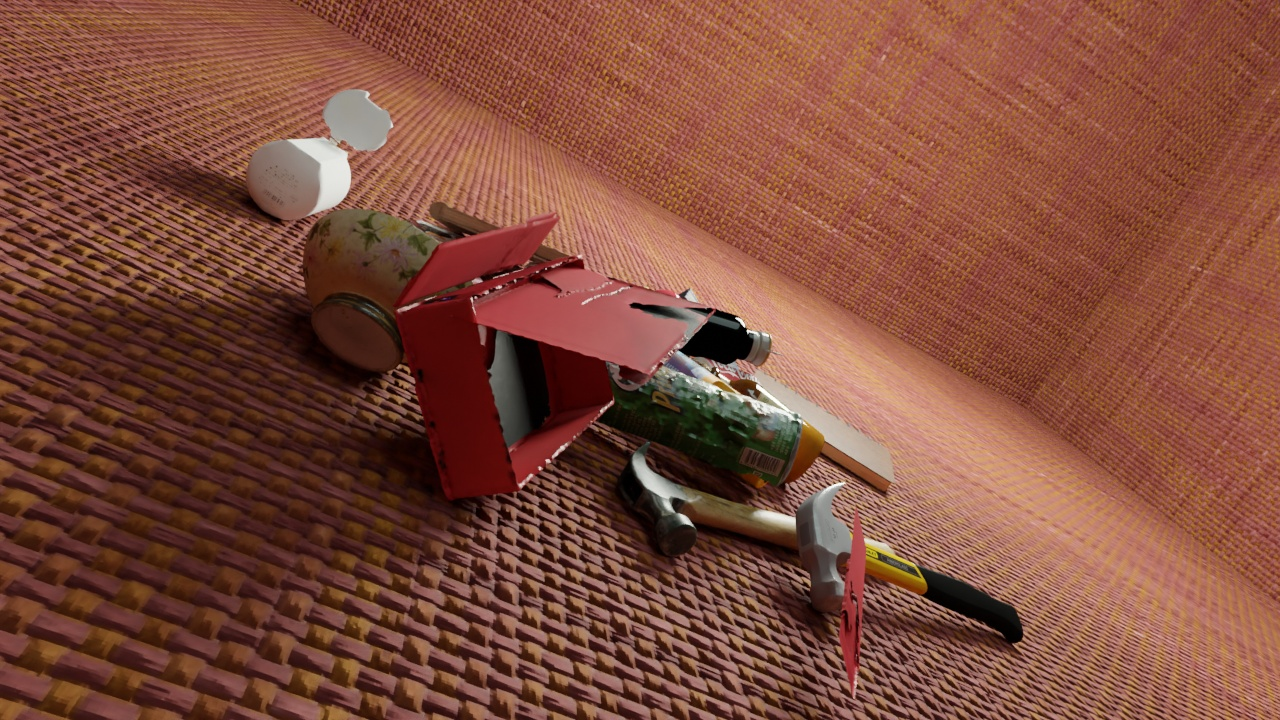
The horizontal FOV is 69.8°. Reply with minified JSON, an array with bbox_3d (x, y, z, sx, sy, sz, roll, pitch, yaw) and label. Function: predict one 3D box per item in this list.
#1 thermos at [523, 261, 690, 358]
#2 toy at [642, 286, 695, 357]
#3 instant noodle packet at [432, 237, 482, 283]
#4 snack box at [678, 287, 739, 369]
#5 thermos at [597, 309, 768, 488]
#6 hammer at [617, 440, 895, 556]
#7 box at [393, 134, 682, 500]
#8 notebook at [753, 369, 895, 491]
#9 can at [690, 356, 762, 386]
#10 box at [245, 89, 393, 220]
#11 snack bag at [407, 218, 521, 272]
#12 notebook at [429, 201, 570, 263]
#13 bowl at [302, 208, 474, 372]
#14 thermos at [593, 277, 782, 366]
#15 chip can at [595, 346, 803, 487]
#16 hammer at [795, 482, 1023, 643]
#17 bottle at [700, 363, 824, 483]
[{"bbox_3d":[-0.046,-0.047,1.101,0.224,0.052,0.052,29,15,-7],"label":"thermos"},{"bbox_3d":[0.027,-0.043,1.154,0.135,0.092,0.045,20,6,-5],"label":"toy"},{"bbox_3d":[-0.213,-0.096,0.966,0.098,0.040,0.135,26,12,-44],"label":"instant noodle packet"},{"bbox_3d":[0.091,-0.022,1.218,0.150,0.027,0.082,59,12,-6],"label":"snack box"},{"bbox_3d":[0.043,0.038,0.936,0.233,0.076,0.091,36,0,20],"label":"thermos"},{"bbox_3d":[0.117,0.147,0.819,0.330,0.033,0.132,21,16,-35],"label":"hammer"},{"bbox_3d":[-0.051,-0.171,0.606,0.141,0.511,0.214,9,16,14],"label":"box"},{"bbox_3d":[0.247,0.093,1.274,0.225,0.024,0.167,32,16,5],"label":"notebook"},{"bbox_3d":[0.094,0.037,1.073,0.104,0.064,0.064,18,19,-40],"label":"can"},{"bbox_3d":[-0.323,-0.213,0.936,0.083,0.143,0.137,32,12,-8],"label":"box"},{"bbox_3d":[-0.218,-0.145,1.170,0.157,0.013,0.057,19,17,-39],"label":"snack bag"},{"bbox_3d":[-0.168,-0.150,1.145,0.169,0.022,0.210,21,2,-5],"label":"notebook"},{"bbox_3d":[-0.197,-0.037,0.685,0.145,0.146,0.063,28,52,-8],"label":"bowl"},{"bbox_3d":[0.061,-0.037,1.072,0.231,0.061,0.061,15,19,-17],"label":"thermos"},{"bbox_3d":[0.035,0.046,0.833,0.223,0.075,0.075,19,15,-1],"label":"chip can"},{"bbox_3d":[0.257,0.204,0.850,0.323,0.029,0.126,27,40,-32],"label":"hammer"},{"bbox_3d":[0.119,0.061,0.996,0.157,0.068,0.067,38,14,-3],"label":"bottle"}]
